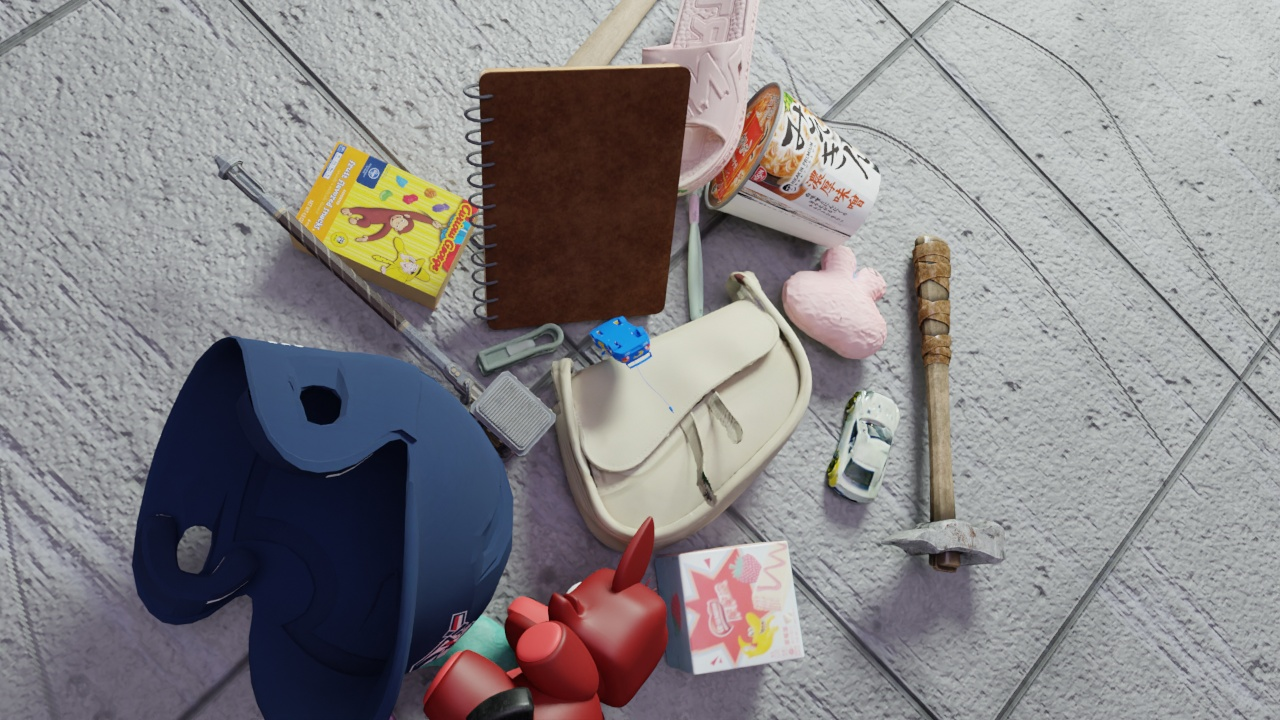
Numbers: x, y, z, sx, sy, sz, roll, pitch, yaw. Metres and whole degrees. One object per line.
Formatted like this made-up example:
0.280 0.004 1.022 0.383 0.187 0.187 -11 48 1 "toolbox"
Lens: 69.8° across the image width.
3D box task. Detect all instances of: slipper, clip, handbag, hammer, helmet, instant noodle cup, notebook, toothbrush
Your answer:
0.049 -0.265 0.822 0.094 0.064 0.239 9 81 30 "slipper"
-0.102 -0.009 0.778 0.076 0.044 0.023 -22 85 -19 "clip"
0.040 0.036 0.749 0.228 0.132 0.184 -25 76 -15 "handbag"
-0.031 -0.302 0.868 0.119 0.031 0.330 36 75 -3 "hammer"
0.273 0.032 0.845 0.121 0.049 0.318 15 68 -30 "hammer"
-0.204 -0.045 0.712 0.322 0.099 0.044 43 71 -6 "hammer"
-0.193 0.124 0.620 0.222 0.233 0.271 19 43 -38 "helmet"
-0.057 0.326 0.603 0.169 0.034 0.325 -14 123 -10 "hammer"
0.142 -0.167 0.833 0.121 0.124 0.123 24 73 -17 "instant noodle cup"
-0.053 -0.126 0.733 0.167 0.226 0.024 -6 40 -14 "notebook"
0.049 -0.110 0.844 0.022 0.015 0.154 9 75 -41 "toothbrush"

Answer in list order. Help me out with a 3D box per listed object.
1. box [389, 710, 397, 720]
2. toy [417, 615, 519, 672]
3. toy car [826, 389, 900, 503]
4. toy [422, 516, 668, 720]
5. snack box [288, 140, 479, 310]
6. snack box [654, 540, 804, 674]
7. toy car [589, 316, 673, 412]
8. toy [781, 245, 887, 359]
-0.198 0.310 0.669 0.076 0.033 0.214 -27 80 -13 "box"
-0.138 0.238 0.711 0.105 0.033 0.085 41 75 -9 "toy"
0.205 0.076 0.832 0.048 0.033 0.105 22 72 -6 "toy car"
-0.053 0.220 0.665 0.121 0.159 0.196 24 50 29 "toy"
-0.212 -0.112 0.767 0.126 0.040 0.088 24 73 -7 "snack box"
0.070 0.199 0.746 0.094 0.080 0.093 -4 78 -14 "snack box"
-0.004 0.004 0.736 0.033 0.092 0.062 -30 112 -12 "toy car"
0.186 -0.057 0.849 0.108 0.053 0.104 35 61 -4 "toy"
